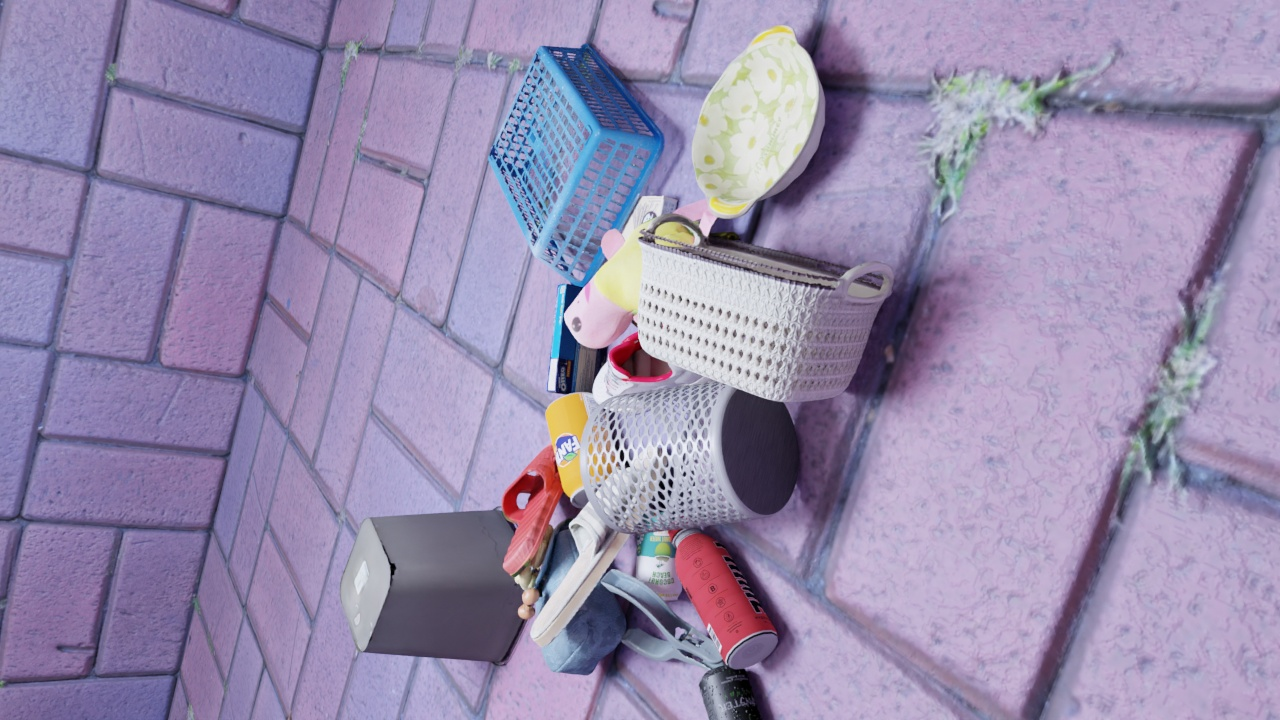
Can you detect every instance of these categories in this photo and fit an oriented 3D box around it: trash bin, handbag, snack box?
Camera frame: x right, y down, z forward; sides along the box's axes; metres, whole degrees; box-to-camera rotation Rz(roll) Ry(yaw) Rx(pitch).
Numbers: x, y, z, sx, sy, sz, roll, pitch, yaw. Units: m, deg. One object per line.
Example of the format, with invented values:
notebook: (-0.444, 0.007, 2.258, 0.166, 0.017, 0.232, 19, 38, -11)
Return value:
trash bin: (-0.302, 0.329, 1.350, 0.197, 0.219, 0.198, 46, 118, 48)
trash bin: (0.055, 0.101, 0.974, 0.184, 0.156, 0.156, -13, 71, 41)
handbag: (-0.101, 0.301, 1.176, 0.122, 0.118, 0.191, -53, 37, 29)
snack box: (0.002, -0.143, 1.221, 0.082, 0.026, 0.150, 13, 93, 53)
snack box: (-0.084, -0.025, 1.261, 0.027, 0.082, 0.150, -2, 80, 52)

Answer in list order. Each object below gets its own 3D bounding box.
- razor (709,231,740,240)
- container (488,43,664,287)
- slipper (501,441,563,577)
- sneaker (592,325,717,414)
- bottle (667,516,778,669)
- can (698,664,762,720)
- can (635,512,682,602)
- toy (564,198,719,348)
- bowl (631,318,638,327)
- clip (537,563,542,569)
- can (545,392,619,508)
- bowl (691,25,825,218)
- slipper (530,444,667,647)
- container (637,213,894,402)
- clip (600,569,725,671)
razor: (0.092, -0.100, 1.097, 0.042, 0.026, 0.106, 7, 92, 51)
container: (-0.116, -0.301, 1.342, 0.258, 0.089, 0.362, -59, 37, 26)
slipper: (-0.148, 0.180, 1.233, 0.104, 0.059, 0.248, -49, 15, 30)
sneaker: (-0.006, 0.007, 1.130, 0.237, 0.104, 0.090, -18, 68, 50)
bottle: (0.080, 0.243, 0.995, 0.062, 0.062, 0.176, -59, 41, 26)
can: (0.102, 0.384, 0.939, 0.054, 0.054, 0.137, -46, 48, 37)
can: (0.023, 0.231, 1.080, 0.055, 0.054, 0.101, -12, 72, 51)
toy: (0.006, -0.101, 1.094, 0.238, 0.087, 0.190, -42, 44, 14)
bowl: (0.017, -0.091, 1.158, 0.114, 0.026, 0.102, -29, 70, 27)
clip: (-0.138, 0.271, 1.310, 0.054, 0.048, 0.046, -125, 31, -46)
can: (-0.075, 0.117, 1.216, 0.079, 0.079, 0.142, -46, 48, 37)
bowl: (0.143, -0.258, 1.030, 0.189, 0.060, 0.219, 16, 91, 53)
slipper: (-0.055, 0.213, 1.093, 0.272, 0.054, 0.115, -58, 14, -17)
container: (0.112, -0.054, 0.913, 0.252, 0.184, 0.143, 21, 108, 39)
clip: (0.012, 0.283, 1.028, 0.173, 0.164, 0.030, -4, 34, 48)
